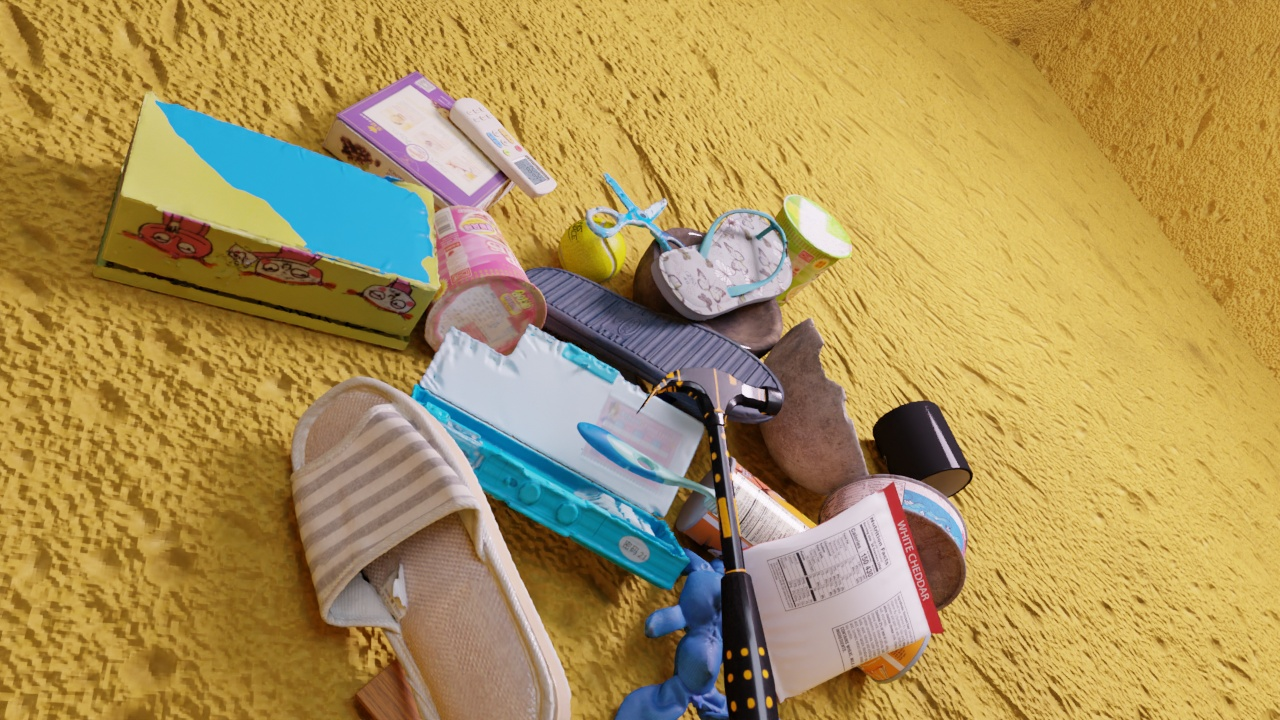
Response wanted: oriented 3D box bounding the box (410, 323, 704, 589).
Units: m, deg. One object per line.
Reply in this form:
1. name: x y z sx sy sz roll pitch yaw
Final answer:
1. box: -0.066 0.068 0.693 0.227 0.086 0.169 31 36 -14

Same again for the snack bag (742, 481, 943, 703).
1. snack bag: 0.153 0.181 0.710 0.039 0.144 0.131 -152 -139 -79

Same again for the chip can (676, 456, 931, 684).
1. chip can: 0.136 0.175 0.768 0.215 0.075 0.075 38 37 -5

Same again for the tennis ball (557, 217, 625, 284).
1. tennis ball: -0.047 -0.106 0.893 0.065 0.066 0.065 24 40 -22

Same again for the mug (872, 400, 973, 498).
1. mug: 0.311 0.108 1.005 0.113 0.078 0.088 42 26 -50

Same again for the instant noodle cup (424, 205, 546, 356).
1. instant noodle cup: -0.138 -0.068 0.756 0.097 0.098 0.108 10 40 -36

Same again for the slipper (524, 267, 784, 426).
1. slipper: -0.005 0.005 0.819 0.264 0.083 0.101 27 34 12

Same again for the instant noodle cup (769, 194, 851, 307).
1. instant noodle cup: 0.173 -0.121 1.071 0.099 0.108 0.098 25 40 -23

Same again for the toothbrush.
1. toothbrush: 0.010 0.081 0.676 0.135 0.017 0.022 29 38 -13

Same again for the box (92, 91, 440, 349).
1. box: -0.264 -0.096 0.679 0.220 0.083 0.124 16 43 -34

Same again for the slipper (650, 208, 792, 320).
1. slipper: 0.102 -0.099 0.905 0.098 0.055 0.268 52 34 2

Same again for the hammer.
1. hammer: 0.063 0.149 0.638 0.123 0.036 0.320 9 59 -24

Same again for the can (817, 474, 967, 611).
1. can: 0.218 0.165 0.805 0.130 0.130 0.044 38 37 -5

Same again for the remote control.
1. remote control: -0.132 -0.204 0.884 0.125 0.018 0.038 46 37 3

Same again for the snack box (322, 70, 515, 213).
1. snack box: -0.197 -0.196 0.868 0.143 0.041 0.147 38 37 -6

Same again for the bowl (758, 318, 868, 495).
1. bowl: 0.154 0.055 0.877 0.178 0.081 0.178 -18 89 -82

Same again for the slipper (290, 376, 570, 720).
1. slipper: -0.134 0.119 0.539 0.272 0.114 0.054 51 3 26

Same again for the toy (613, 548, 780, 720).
1. toy: 0.048 0.206 0.668 0.112 0.071 0.175 22 40 -7

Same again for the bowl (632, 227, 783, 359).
1. bowl: 0.061 -0.053 0.932 0.162 0.070 0.162 24 40 -22

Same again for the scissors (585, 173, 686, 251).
1. scissors: 0.003 -0.129 0.887 0.139 0.011 0.133 44 35 2

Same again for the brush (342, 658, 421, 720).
1. brush: -0.120 0.187 0.572 0.048 0.017 0.126 47 37 6
